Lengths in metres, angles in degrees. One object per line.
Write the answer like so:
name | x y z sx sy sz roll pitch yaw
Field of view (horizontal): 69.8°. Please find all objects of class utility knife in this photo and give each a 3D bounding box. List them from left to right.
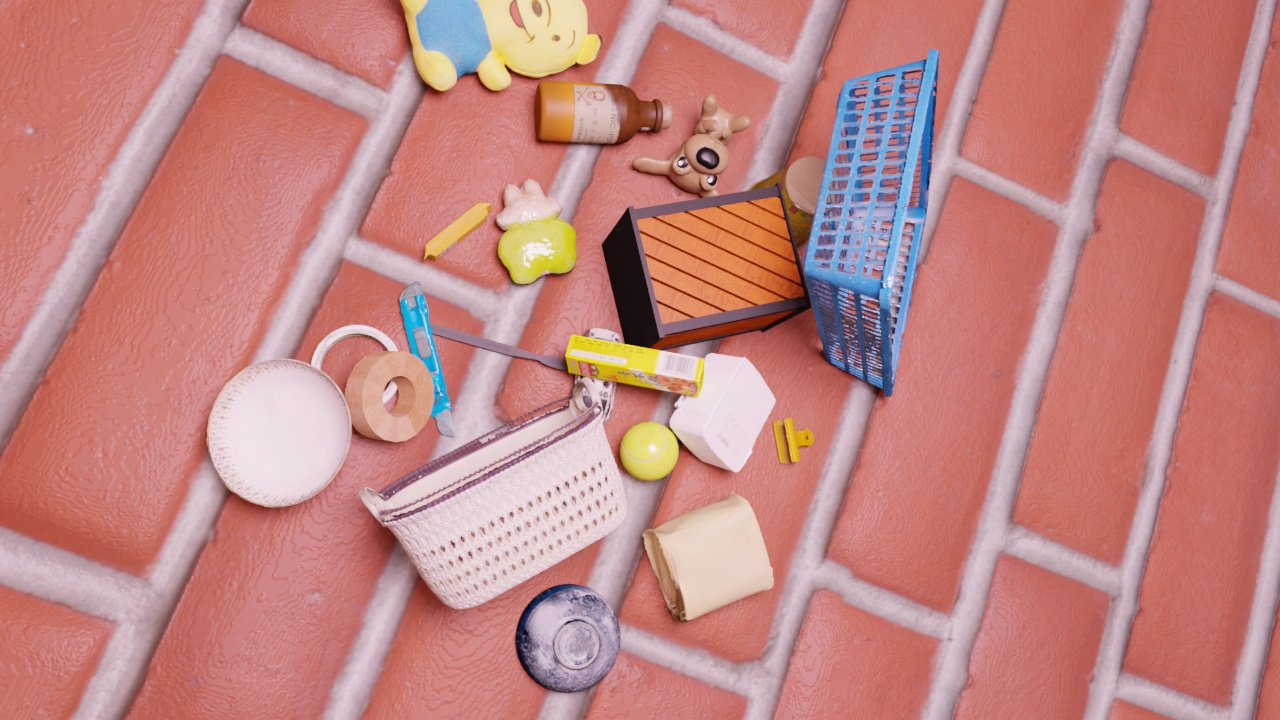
utility knife | -0.230 0.000 0.997 0.031 0.015 0.175 -16 90 2

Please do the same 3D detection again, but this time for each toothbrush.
toothbrush | -0.160 -0.015 1.021 0.167 0.013 0.012 16 78 -9

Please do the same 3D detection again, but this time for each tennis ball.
tennis ball | 0.010 0.100 1.015 0.065 0.065 0.065 2 81 -13

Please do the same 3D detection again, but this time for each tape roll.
tape roll | -0.302 0.010 0.979 0.093 0.018 0.093 2 81 -13
tape roll | -0.259 0.037 0.951 0.093 0.027 0.094 -4 95 -54

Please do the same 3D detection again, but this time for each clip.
clip | 0.180 0.094 1.082 0.048 0.046 0.054 -14 82 20

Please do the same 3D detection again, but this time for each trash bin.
trash bin | 0.068 -0.096 1.022 0.171 0.140 0.139 -12 84 -15

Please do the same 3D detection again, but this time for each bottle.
bottle | -0.041 -0.286 1.064 0.157 0.068 0.067 -1 81 -14

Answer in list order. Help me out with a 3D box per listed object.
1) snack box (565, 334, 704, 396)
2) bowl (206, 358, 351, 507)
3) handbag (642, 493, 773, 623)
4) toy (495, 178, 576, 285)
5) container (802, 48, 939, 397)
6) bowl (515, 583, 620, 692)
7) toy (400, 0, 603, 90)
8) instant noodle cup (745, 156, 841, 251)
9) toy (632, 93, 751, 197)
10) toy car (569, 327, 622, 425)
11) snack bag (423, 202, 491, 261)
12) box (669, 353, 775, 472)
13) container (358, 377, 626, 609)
snack box | -0.006 0.006 0.985 0.148 0.040 0.028 10 64 9
bowl | -0.351 0.072 0.924 0.145 0.063 0.145 0 88 4
handbag | 0.072 0.218 1.008 0.119 0.081 0.111 -19 93 -17
toy | -0.122 -0.147 1.035 0.092 0.043 0.117 -17 83 -13
container | 0.249 -0.128 0.984 0.089 0.362 0.256 10 77 18
bowl | -0.072 0.295 0.968 0.114 0.061 0.114 2 79 -13
toy | -0.162 -0.386 1.042 0.213 0.084 0.149 -18 104 -16
instant noodle cup | 0.183 -0.187 1.078 0.100 0.113 0.100 2 80 -14
toy | 0.075 -0.246 1.075 0.134 0.106 0.108 28 86 -12
toy car | -0.049 0.017 1.028 0.048 0.041 0.112 11 78 -13
snack bag | -0.205 -0.143 1.023 0.099 0.026 0.020 -42 93 -15
box | 0.077 0.054 1.036 0.102 0.095 0.107 47 63 -40
container | -0.135 0.135 0.923 0.251 0.185 0.143 -26 100 -15
